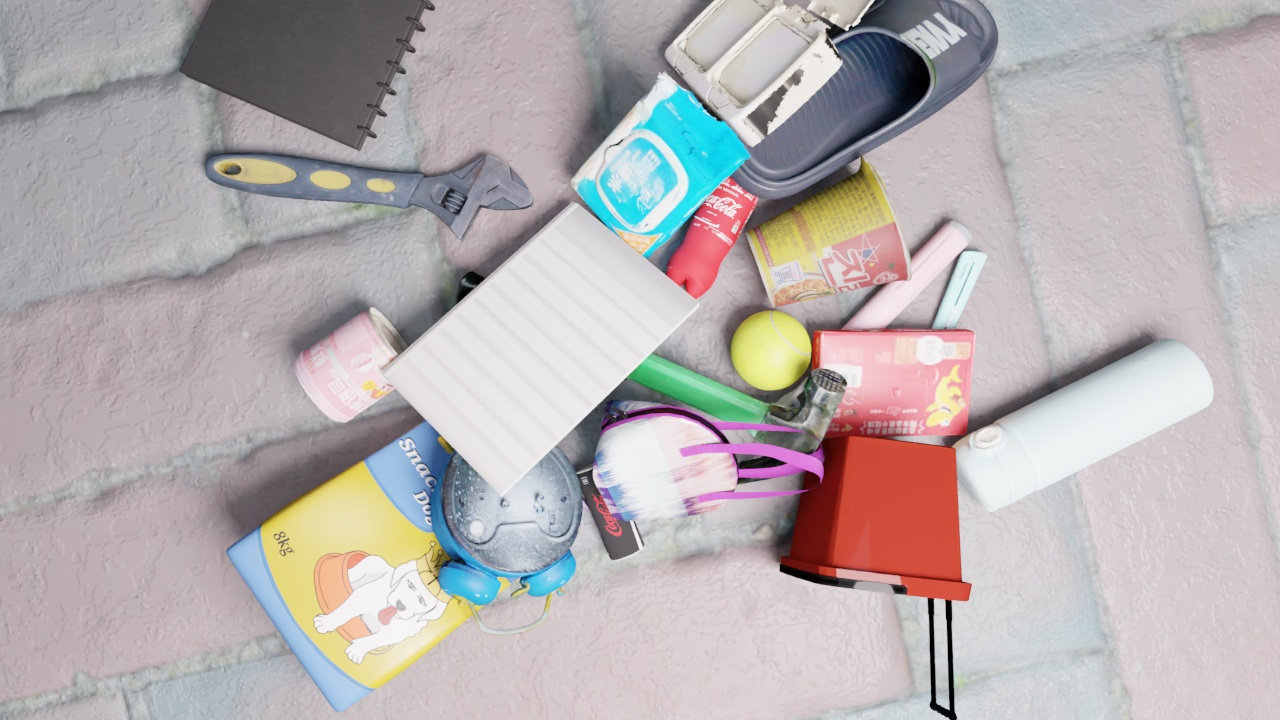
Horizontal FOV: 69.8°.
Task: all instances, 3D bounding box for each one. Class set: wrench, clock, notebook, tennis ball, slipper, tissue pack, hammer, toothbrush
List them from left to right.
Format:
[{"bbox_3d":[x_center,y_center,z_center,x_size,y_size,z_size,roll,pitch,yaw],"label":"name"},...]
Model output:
[{"bbox_3d":[-0.258,-0.311,0.768,0.169,0.019,0.231,23,88,0],"label":"notebook"},{"bbox_3d":[-0.227,-0.148,0.771,0.273,0.022,0.073,7,90,-1],"label":"wrench"},{"bbox_3d":[-0.106,0.131,0.717,0.116,0.060,0.161,3,70,-32],"label":"clock"},{"bbox_3d":[-0.078,-0.017,0.713,0.142,0.009,0.209,41,76,20],"label":"notebook"},{"bbox_3d":[-0.004,0.004,0.747,0.319,0.032,0.130,24,130,7],"label":"hammer"},{"bbox_3d":[0.011,-0.150,0.724,0.093,0.145,0.061,48,45,0],"label":"tissue pack"},{"bbox_3d":[0.107,-0.008,0.752,0.065,0.065,0.065,0,90,-1],"label":"tennis ball"},{"bbox_3d":[0.181,-0.230,0.733,0.268,0.083,0.110,-35,88,-11],"label":"slipper"},{"bbox_3d":[0.192,-0.032,0.773,0.222,0.027,0.026,-45,114,1],"label":"toothbrush"}]

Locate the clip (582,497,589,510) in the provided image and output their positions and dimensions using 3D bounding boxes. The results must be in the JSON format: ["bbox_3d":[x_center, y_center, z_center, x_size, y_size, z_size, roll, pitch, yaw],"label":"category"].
[{"bbox_3d":[-0.064,0.110,0.778,0.036,0.013,0.052,-33,88,-1],"label":"clip"}]

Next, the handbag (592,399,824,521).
[{"bbox_3d":[0.056,0.078,0.710,0.170,0.145,0.067,-2,51,16],"label":"handbag"}]

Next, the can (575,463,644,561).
[{"bbox_3d":[-0.025,0.125,0.768,0.031,0.031,0.080,-22,90,-1],"label":"can"}]

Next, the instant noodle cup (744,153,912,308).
[{"bbox_3d":[0.149,-0.091,0.744,0.112,0.100,0.100,-21,90,8],"label":"instant noodle cup"}]

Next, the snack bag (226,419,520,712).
[{"bbox_3d":[-0.195,0.152,0.741,0.205,0.102,0.159,-34,90,-15],"label":"snack bag"}]

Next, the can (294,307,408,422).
[{"bbox_3d":[-0.232,0.004,0.749,0.076,0.067,0.067,-34,90,-1],"label":"can"}]

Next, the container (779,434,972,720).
[{"bbox_3d":[0.181,0.166,0.713,0.127,0.148,0.200,7,81,-4],"label":"container"}]

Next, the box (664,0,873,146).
[{"bbox_3d":[0.089,-0.273,0.690,0.101,0.145,0.187,18,116,-38],"label":"box"}]

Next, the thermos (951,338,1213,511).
[{"bbox_3d":[0.357,0.054,0.754,0.207,0.065,0.078,-26,130,-1],"label":"thermos"}]

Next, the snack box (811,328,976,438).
[{"bbox_3d":[0.207,0.019,0.759,0.133,0.021,0.089,0,102,-8],"label":"snack box"}]

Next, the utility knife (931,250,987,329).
[{"bbox_3d":[0.254,-0.020,0.781,0.022,0.015,0.158,22,93,-7],"label":"utility knife"}]

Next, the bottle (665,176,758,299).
[{"bbox_3d":[0.066,-0.118,0.763,0.042,0.042,0.141,29,90,-1],"label":"bottle"}]
